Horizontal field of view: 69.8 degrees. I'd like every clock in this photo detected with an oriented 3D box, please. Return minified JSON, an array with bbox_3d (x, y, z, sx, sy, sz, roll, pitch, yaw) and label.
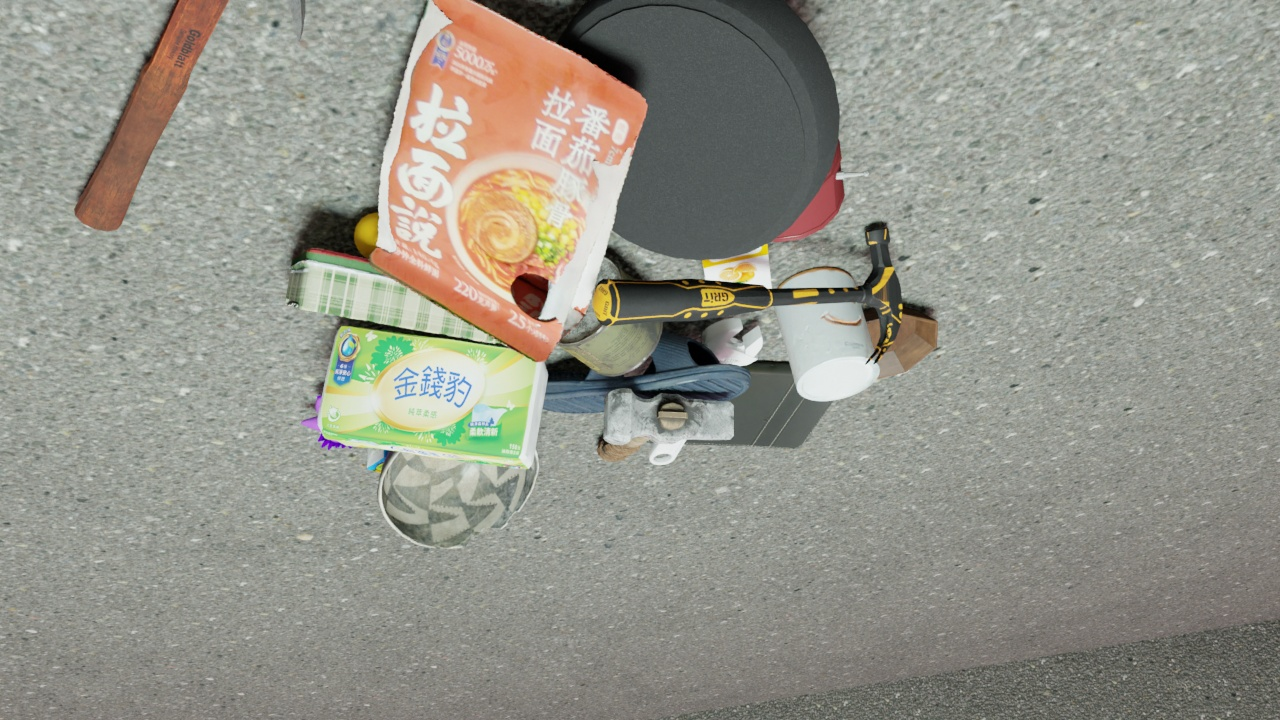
[{"bbox_3d":[0.098,-0.138,0.706,0.138,0.096,0.048,-16,147,6],"label":"clock"}]

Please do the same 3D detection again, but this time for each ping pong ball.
[{"bbox_3d":[-0.211,-0.100,0.743,0.040,0.040,0.040,-6,148,-4],"label":"ping pong ball"}]

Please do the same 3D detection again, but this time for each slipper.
[{"bbox_3d":[-0.006,0.005,0.934,0.264,0.082,0.101,-7,160,35],"label":"slipper"}]

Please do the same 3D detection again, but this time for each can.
[{"bbox_3d":[-0.035,-0.040,0.834,0.090,0.089,0.074,-24,146,23],"label":"can"}]

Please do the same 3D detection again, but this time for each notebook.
[{"bbox_3d":[0.121,0.054,1.078,0.209,0.029,0.170,6,143,-15],"label":"notebook"}]

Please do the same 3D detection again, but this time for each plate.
[{"bbox_3d":[0.256,-0.021,0.992,0.131,0.025,0.131,-6,148,-4],"label":"plate"}]

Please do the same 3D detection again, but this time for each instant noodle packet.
[{"bbox_3d":[-0.093,-0.130,0.646,0.164,0.083,0.222,31,133,6],"label":"instant noodle packet"}]

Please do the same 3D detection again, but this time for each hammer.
[{"bbox_3d":[0.103,-0.049,0.765,0.319,0.123,0.036,-5,180,-32],"label":"hammer"},{"bbox_3d":[-0.317,-0.179,0.606,0.111,0.028,0.302,20,138,-36],"label":"hammer"},{"bbox_3d":[-0.001,0.081,0.985,0.121,0.049,0.319,4,168,-11],"label":"hammer"}]

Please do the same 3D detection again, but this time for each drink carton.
[{"bbox_3d":[-0.259,0.123,1.084,0.044,0.038,0.128,-30,141,30],"label":"drink carton"},{"bbox_3d":[0.081,-0.101,0.811,0.058,0.040,0.123,-12,148,5],"label":"drink carton"}]

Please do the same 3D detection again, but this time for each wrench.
[{"bbox_3d":[0.062,0.043,1.015,0.066,0.018,0.274,5,142,-19],"label":"wrench"}]

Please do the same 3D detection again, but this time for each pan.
[{"bbox_3d":[-0.022,-0.128,0.668,0.357,0.043,0.204,-30,111,40],"label":"pan"}]

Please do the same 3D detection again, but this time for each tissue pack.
[{"bbox_3d":[-0.190,0.044,0.884,0.198,0.120,0.141,14,167,2],"label":"tissue pack"}]

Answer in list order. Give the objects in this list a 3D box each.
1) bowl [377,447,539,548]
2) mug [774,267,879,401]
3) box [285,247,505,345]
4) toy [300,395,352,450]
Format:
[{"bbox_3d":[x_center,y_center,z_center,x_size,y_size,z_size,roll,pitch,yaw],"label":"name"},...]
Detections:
[{"bbox_3d":[-0.210,0.117,1.031,0.178,0.081,0.179,-15,127,-21],"label":"bowl"},{"bbox_3d":[0.180,-0.025,0.893,0.082,0.105,0.082,-6,148,-4],"label":"mug"},{"bbox_3d":[-0.189,-0.050,0.778,0.205,0.050,0.118,11,-179,-25],"label":"box"},{"bbox_3d":[-0.301,0.063,0.962,0.088,0.055,0.106,-24,147,27],"label":"toy"}]
